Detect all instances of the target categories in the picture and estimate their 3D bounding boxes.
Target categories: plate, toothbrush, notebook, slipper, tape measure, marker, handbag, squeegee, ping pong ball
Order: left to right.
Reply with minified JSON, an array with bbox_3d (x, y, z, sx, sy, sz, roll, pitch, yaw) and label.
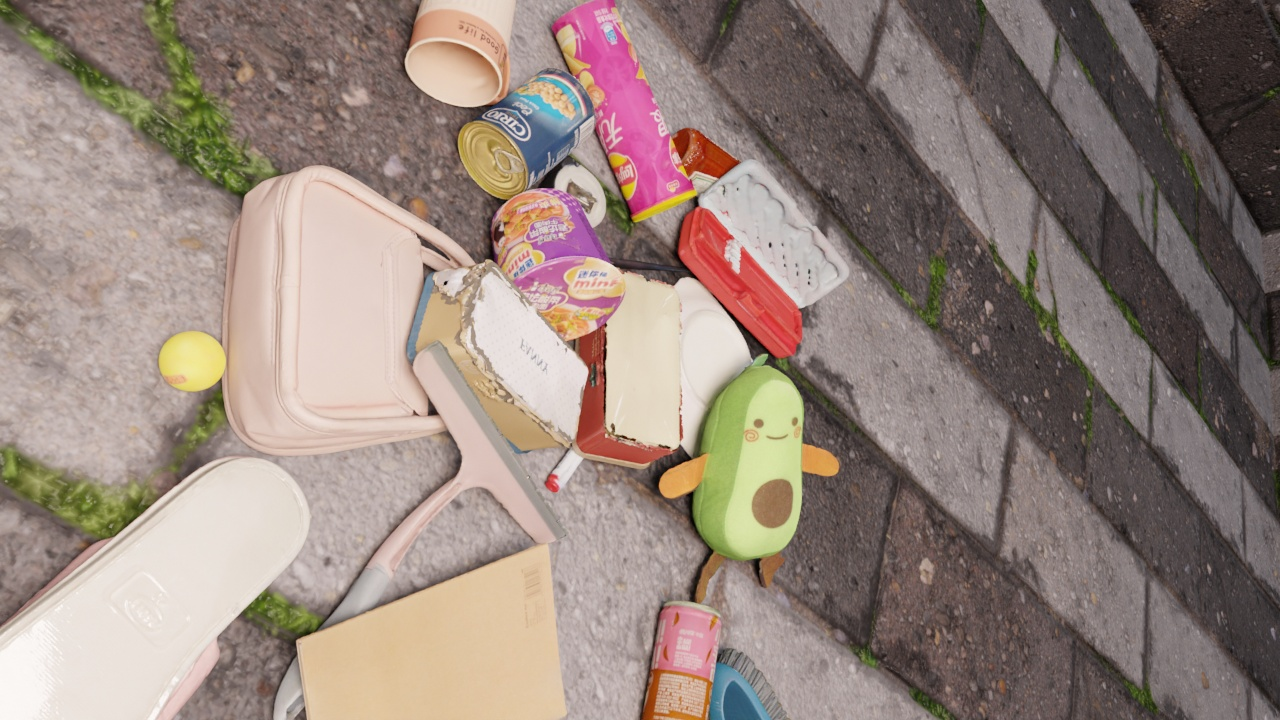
[{"bbox_3d":[-0.308,0.166,0.540,0.114,0.055,0.273,50,53,-20],"label":"slipper"},{"bbox_3d":[-0.297,0.000,0.608,0.040,0.040,0.040,14,68,-40],"label":"ping pong ball"},{"bbox_3d":[-0.191,-0.025,0.699,0.233,0.094,0.193,11,71,-49],"label":"handbag"},{"bbox_3d":[-0.181,0.150,0.665,0.249,0.040,0.248,-52,140,-27],"label":"squeegee"},{"bbox_3d":[-0.142,0.235,0.675,0.211,0.012,0.149,-13,103,-44],"label":"notebook"},{"bbox_3d":[-0.066,-0.153,0.875,0.066,0.034,0.065,34,58,-31],"label":"tape measure"},{"bbox_3d":[-0.044,0.065,0.843,0.017,0.017,0.144,52,49,-19],"label":"marker"},{"bbox_3d":[0.005,-0.099,0.937,0.180,0.016,0.018,-3,74,-44],"label":"toothbrush"},{"bbox_3d":[0.068,0.006,0.953,0.164,0.034,0.163,55,48,-17],"label":"plate"}]

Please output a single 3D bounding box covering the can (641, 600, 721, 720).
[{"bbox_3d":[0.035,0.294,0.819,0.058,0.058,0.147,30,59,-33],"label":"can"}]

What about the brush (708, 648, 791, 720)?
[{"bbox_3d":[0.102,0.347,0.868,0.073,0.055,0.144,-41,106,-44],"label":"brush"}]

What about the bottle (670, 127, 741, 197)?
[{"bbox_3d":[0.112,-0.190,1.035,0.206,0.060,0.059,24,62,-36],"label":"bottle"}]

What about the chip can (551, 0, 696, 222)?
[{"bbox_3d":[-0.017,-0.250,0.922,0.071,0.072,0.210,-29,98,-44],"label":"chip can"}]

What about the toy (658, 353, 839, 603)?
[{"bbox_3d":[0.110,0.119,0.905,0.226,0.090,0.247,-2,99,-38],"label":"toy"}]

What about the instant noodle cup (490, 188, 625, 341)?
[{"bbox_3d":[-0.079,-0.086,0.787,0.111,0.112,0.099,10,48,-41],"label":"instant noodle cup"}]

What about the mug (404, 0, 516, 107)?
[{"bbox_3d":[-0.148,-0.284,0.812,0.114,0.082,0.105,48,43,-57],"label":"mug"}]

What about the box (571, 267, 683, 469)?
[{"bbox_3d":[-0.005,0.005,0.835,0.091,0.076,0.168,14,62,-28],"label":"box"}]

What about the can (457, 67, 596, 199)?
[{"bbox_3d":[-0.099,-0.205,0.824,0.075,0.075,0.110,54,52,-17],"label":"can"}]

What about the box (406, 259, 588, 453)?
[{"bbox_3d":[-0.104,0.005,0.729,0.184,0.061,0.089,55,36,-48],"label":"box"}]

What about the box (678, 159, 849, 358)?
[{"bbox_3d":[0.140,-0.109,1.000,0.201,0.098,0.118,42,42,-31],"label":"box"}]
